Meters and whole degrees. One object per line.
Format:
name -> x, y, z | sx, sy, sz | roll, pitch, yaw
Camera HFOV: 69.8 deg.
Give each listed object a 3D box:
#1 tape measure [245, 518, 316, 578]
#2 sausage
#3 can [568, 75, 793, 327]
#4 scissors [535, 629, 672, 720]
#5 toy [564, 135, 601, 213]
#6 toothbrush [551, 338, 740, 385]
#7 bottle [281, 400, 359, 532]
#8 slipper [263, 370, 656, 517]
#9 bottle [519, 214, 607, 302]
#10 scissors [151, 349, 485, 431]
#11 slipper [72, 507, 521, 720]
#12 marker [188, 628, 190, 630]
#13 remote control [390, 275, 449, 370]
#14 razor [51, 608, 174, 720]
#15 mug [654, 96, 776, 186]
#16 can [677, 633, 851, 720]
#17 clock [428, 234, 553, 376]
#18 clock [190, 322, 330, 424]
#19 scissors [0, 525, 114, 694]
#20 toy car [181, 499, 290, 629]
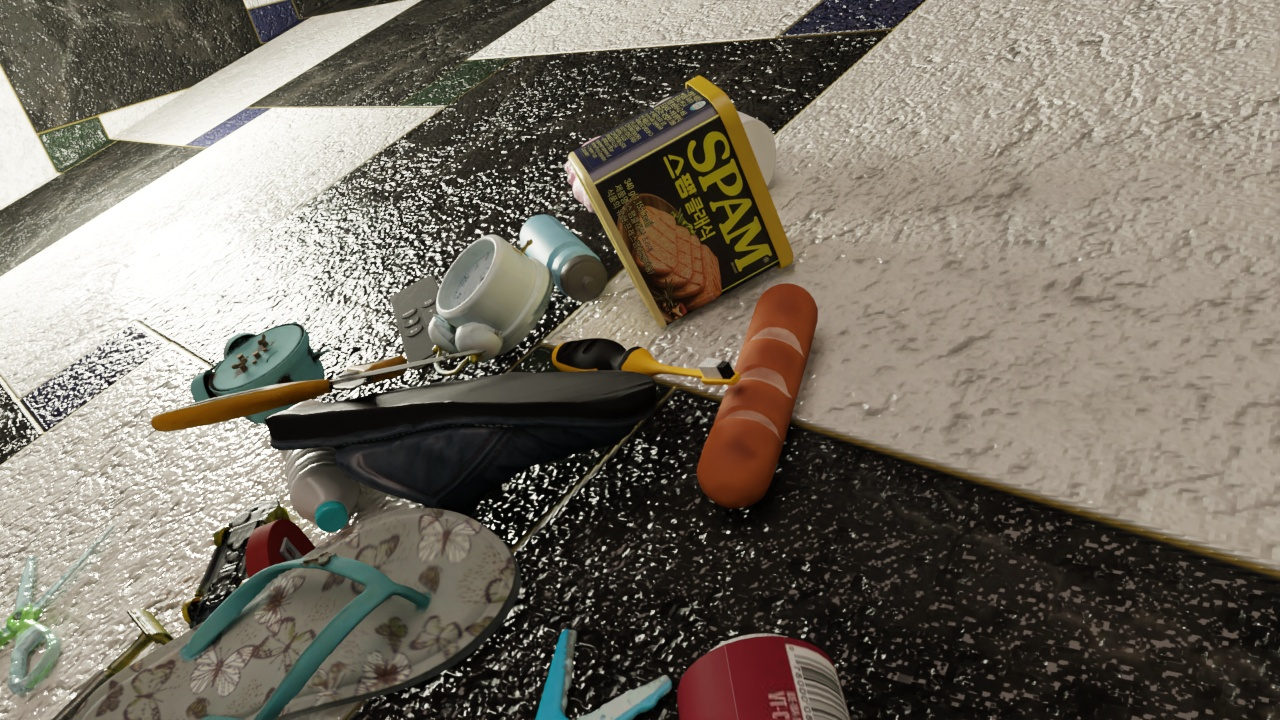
tape measure -> -0.212, 0.124, 0.547 | 0.019, 0.051, 0.059 | -21, 33, 8
sausage -> 0.068, 0.018, 0.512 | 0.039, 0.044, 0.163 | 10, 44, 15
can -> 0.028, -0.105, 0.627 | 0.104, 0.135, 0.075 | -29, 33, 1
scissors -> -0.050, 0.177, 0.403 | 0.140, 0.011, 0.133 | -16, 37, 17
toy -> -0.031, -0.177, 0.840 | 0.102, 0.050, 0.093 | -45, 40, -21
toothbrush -> -0.003, 0.003, 0.568 | 0.031, 0.031, 0.197 | -41, 24, -24
bottle -> -0.221, 0.073, 0.630 | 0.044, 0.044, 0.136 | -32, 34, -10
slipper -> -0.108, 0.056, 0.556 | 0.266, 0.083, 0.108 | -7, 5, 24
bottle -> -0.062, -0.082, 0.740 | 0.040, 0.040, 0.130 | -31, 33, -8
scissors -> -0.212, 0.015, 0.640 | 0.225, 0.016, 0.229 | -12, 5, 3
slipper -> -0.195, 0.146, 0.482 | 0.269, 0.055, 0.098 | -26, 53, 3
marker -> -0.275, 0.162, 0.575 | 0.013, 0.013, 0.142 | -20, 34, 9
remote control -> -0.187, -0.036, 0.790 | 0.045, 0.008, 0.146 | -30, 33, -5
razor -> -0.331, 0.201, 0.552 | 0.042, 0.026, 0.105 | 15, 55, 43
mug -> 0.068, -0.170, 0.754 | 0.114, 0.081, 0.088 | -11, 26, -39
can -> 0.049, 0.156, 0.317 | 0.063, 0.063, 0.114 | -20, 34, 9
clock -> -0.117, -0.038, 0.695 | 0.083, 0.057, 0.117 | 11, 69, 52
clock -> -0.325, 0.012, 0.778 | 0.124, 0.053, 0.089 | -7, 37, 27
scissors -> -0.437, 0.186, 0.654 | 0.166, 0.024, 0.171 | -4, 41, 39
toy car -> -0.252, 0.132, 0.584 | 0.049, 0.030, 0.106 | -20, 36, 11
